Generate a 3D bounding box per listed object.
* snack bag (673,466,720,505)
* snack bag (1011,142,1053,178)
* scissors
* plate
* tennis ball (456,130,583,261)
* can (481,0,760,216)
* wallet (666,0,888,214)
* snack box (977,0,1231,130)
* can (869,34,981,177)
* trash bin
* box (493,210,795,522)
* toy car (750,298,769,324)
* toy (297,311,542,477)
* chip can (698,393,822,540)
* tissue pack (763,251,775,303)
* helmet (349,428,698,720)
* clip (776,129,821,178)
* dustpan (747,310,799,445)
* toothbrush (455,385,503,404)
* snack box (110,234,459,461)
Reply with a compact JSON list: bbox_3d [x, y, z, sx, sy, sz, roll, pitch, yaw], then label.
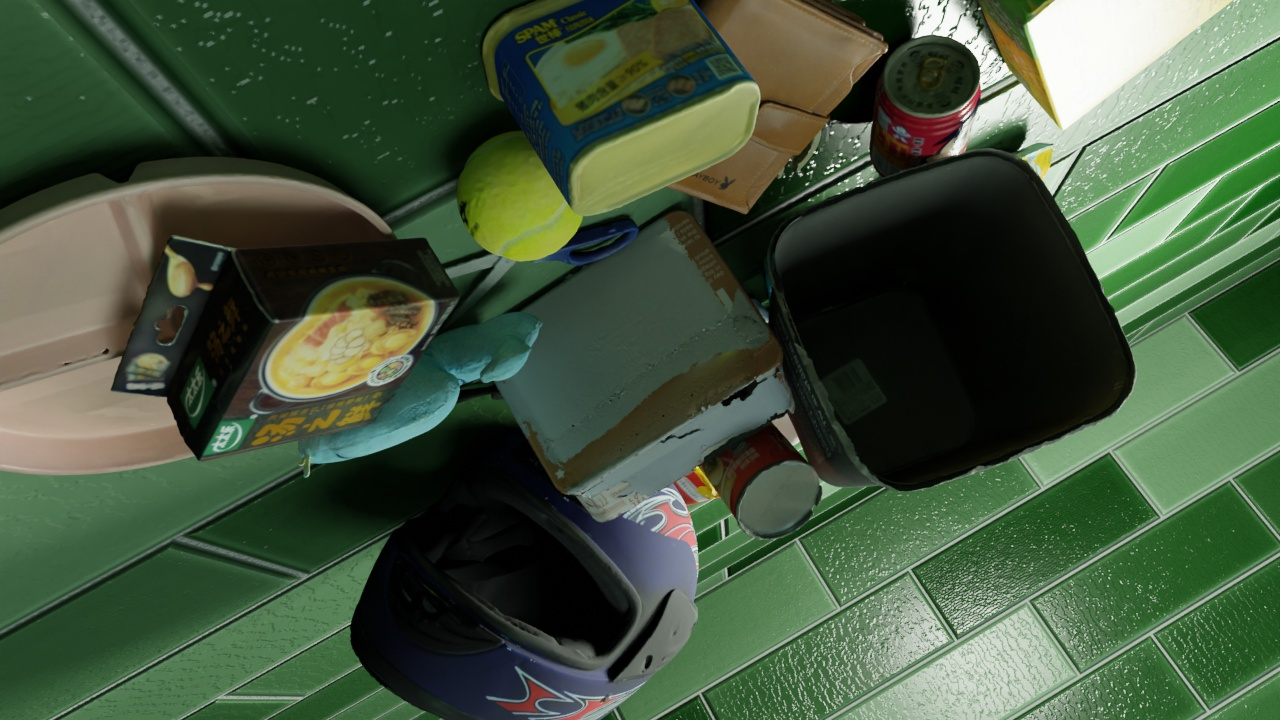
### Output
[{"bbox_3d":[0.007,0.149,1.021,0.208,0.073,0.128,-32,166,38],"label":"snack bag"},{"bbox_3d":[0.285,-0.145,0.840,0.190,0.039,0.110,-21,166,-23],"label":"snack bag"},{"bbox_3d":[-0.069,-0.071,0.560,0.175,0.012,0.163,-16,157,-32],"label":"scissors"},{"bbox_3d":[-0.227,-0.016,0.449,0.229,0.028,0.230,-26,158,-12],"label":"plate"},{"bbox_3d":[-0.060,-0.083,0.468,0.065,0.065,0.065,-27,159,-11],"label":"tennis ball"},{"bbox_3d":[-0.008,-0.124,0.420,0.102,0.083,0.057,-26,159,-12],"label":"can"},{"bbox_3d":[0.055,-0.143,0.502,0.107,0.031,0.132,13,138,-32],"label":"wallet"},{"bbox_3d":[0.302,-0.249,0.575,0.158,0.070,0.209,-39,158,22],"label":"snack box"},{"bbox_3d":[0.190,-0.166,0.619,0.066,0.066,0.094,-31,159,0],"label":"can"},{"bbox_3d":[0.193,-0.005,0.678,0.198,0.199,0.220,-20,167,-5],"label":"trash bin"},{"bbox_3d":[-0.004,0.003,0.644,0.181,0.146,0.148,-31,137,-1],"label":"box"},{"bbox_3d":[0.101,-0.036,0.830,0.034,0.043,0.090,-40,158,7],"label":"toy car"},{"bbox_3d":[-0.144,0.019,0.570,0.162,0.050,0.155,-9,-157,36],"label":"toy"},{"bbox_3d":[0.064,0.054,0.743,0.073,0.216,0.073,-10,121,-17],"label":"chip can"},{"bbox_3d":[0.159,-0.073,0.813,0.093,0.050,0.133,-32,160,0],"label":"tissue pack"},{"bbox_3d":[-0.077,0.172,0.793,0.240,0.247,0.315,-59,155,-4],"label":"helmet"},{"bbox_3d":[0.091,-0.157,0.555,0.070,0.034,0.100,-21,153,-21],"label":"clip"},{"bbox_3d":[0.180,-0.031,1.000,0.272,0.139,0.223,-51,176,-42],"label":"dustpan"},{"bbox_3d":[-0.157,0.030,0.673,0.188,0.014,0.017,-7,162,-46],"label":"toothbrush"},{"bbox_3d":[-0.170,-0.008,0.446,0.125,0.053,0.113,-14,154,-50],"label":"snack box"}]
